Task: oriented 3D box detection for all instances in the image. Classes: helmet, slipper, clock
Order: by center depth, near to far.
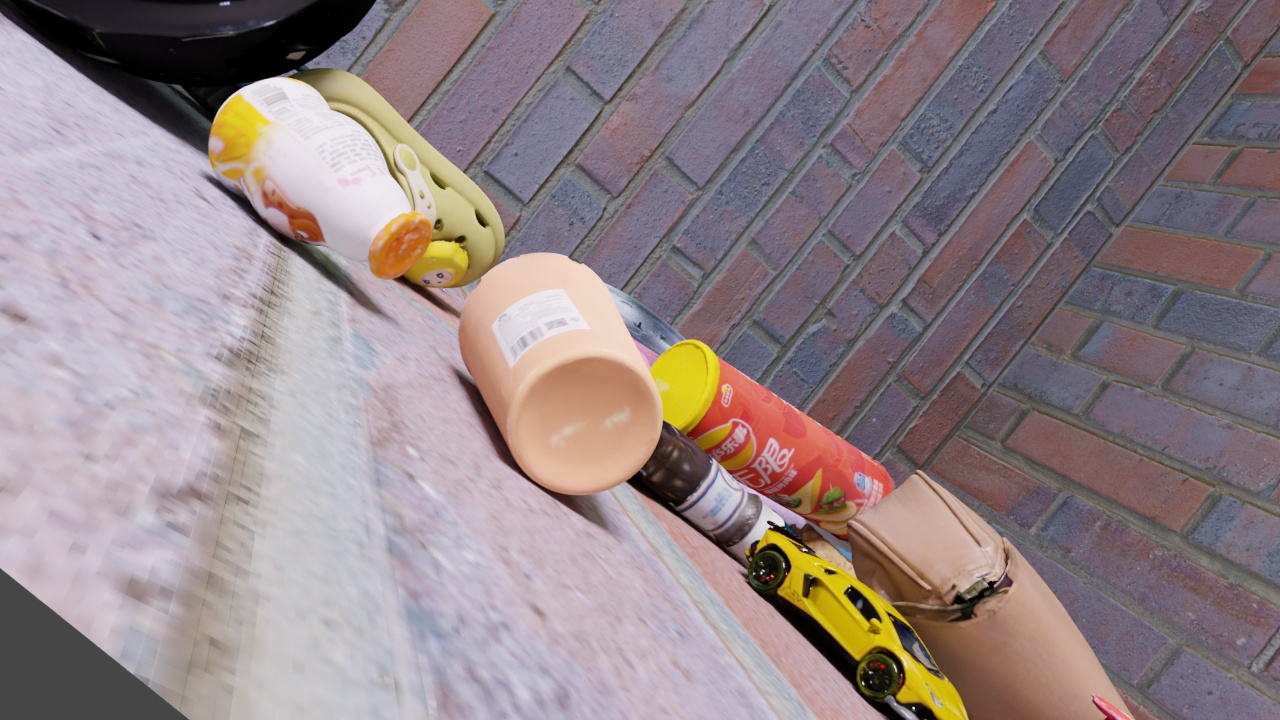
[{"bbox_3d":[-0.248,-0.266,0.503,0.233,0.230,0.275,13,3,-14],"label":"helmet"},{"bbox_3d":[-0.167,-0.100,0.598,0.190,0.092,0.081,49,30,-45],"label":"slipper"},{"bbox_3d":[-0.004,0.004,0.714,0.117,0.060,0.158,27,17,-36],"label":"clock"}]

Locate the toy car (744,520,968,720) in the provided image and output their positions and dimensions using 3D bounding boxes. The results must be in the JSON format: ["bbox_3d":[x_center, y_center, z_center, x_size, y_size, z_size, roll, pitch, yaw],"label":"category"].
[{"bbox_3d":[0.116,0.144,0.490,0.071,0.041,0.156,38,2,-41],"label":"toy car"}]

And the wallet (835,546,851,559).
[{"bbox_3d":[0.195,0.207,0.817,0.106,0.040,0.133,27,9,-42],"label":"wallet"}]

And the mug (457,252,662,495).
[{"bbox_3d":[-0.034,0.004,0.389,0.078,0.078,0.122,39,5,-22],"label":"mug"}]

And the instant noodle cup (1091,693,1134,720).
[{"bbox_3d":[0.282,0.242,0.419,0.194,0.066,0.194,34,0,0],"label":"instant noodle cup"}]

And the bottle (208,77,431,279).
[{"bbox_3d":[-0.146,-0.082,0.425,0.108,0.063,0.063,38,0,15],"label":"bottle"}]

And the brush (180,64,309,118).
[{"bbox_3d":[-0.271,-0.190,0.677,0.144,0.073,0.055,38,-4,0],"label":"brush"}]

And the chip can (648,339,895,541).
[{"bbox_3d":[0.096,0.065,0.666,0.216,0.073,0.073,33,4,-34],"label":"chip can"}]

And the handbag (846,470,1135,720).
[{"bbox_3d":[0.210,0.174,0.567,0.204,0.100,0.147,51,1,-11],"label":"handbag"}]

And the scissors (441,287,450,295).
[{"bbox_3d":[-0.229,-0.115,0.767,0.174,0.014,0.136,43,2,41],"label":"scissors"}]

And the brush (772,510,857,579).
[{"bbox_3d":[0.083,0.122,0.710,0.254,0.046,0.083,35,5,-10],"label":"brush"}]

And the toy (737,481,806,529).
[{"bbox_3d":[0.110,0.136,0.783,0.108,0.039,0.083,43,26,-13],"label":"toy"}]

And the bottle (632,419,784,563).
[{"bbox_3d":[0.004,0.052,0.554,0.195,0.044,0.080,40,-2,-9],"label":"bottle"}]
